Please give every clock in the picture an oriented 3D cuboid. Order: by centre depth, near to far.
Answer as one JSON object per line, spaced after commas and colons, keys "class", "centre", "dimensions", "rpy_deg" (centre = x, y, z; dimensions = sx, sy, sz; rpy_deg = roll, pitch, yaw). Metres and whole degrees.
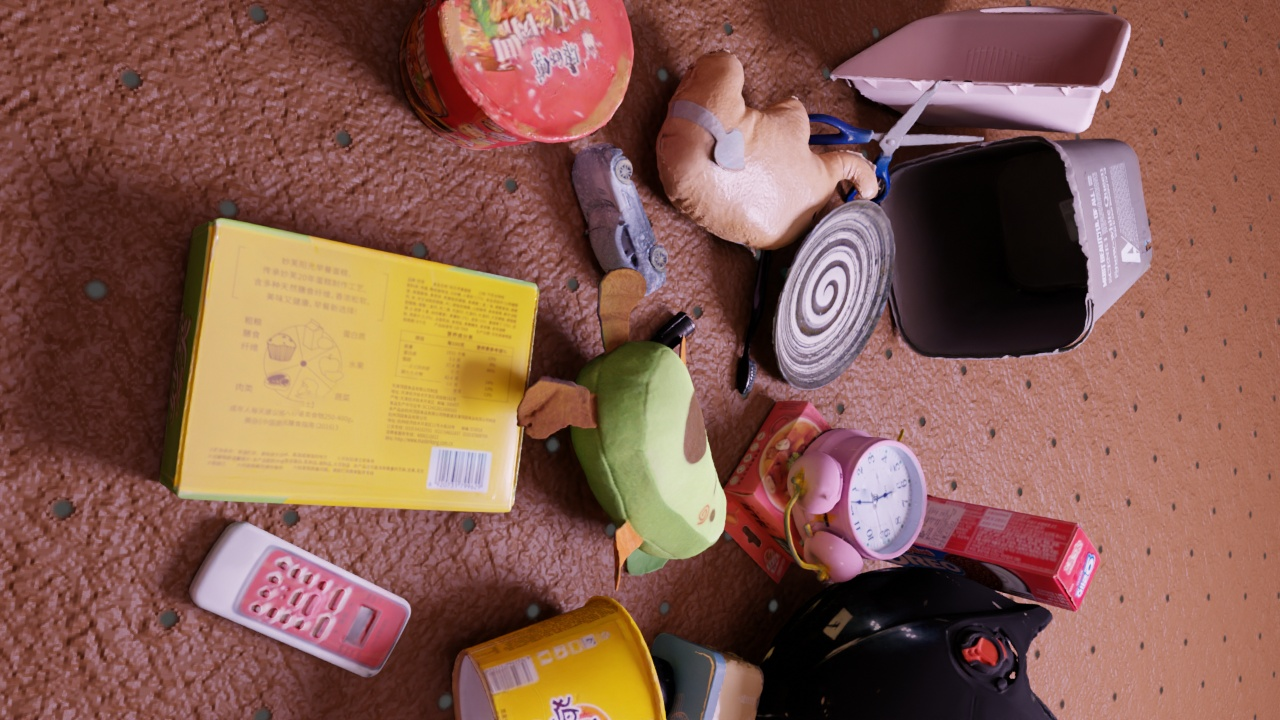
{"class": "clock", "centre": [0.177, 0.122, 0.779], "dimensions": [0.158, 0.060, 0.117], "rpy_deg": [-18, 99, -33]}

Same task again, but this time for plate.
{"class": "plate", "centre": [0.171, -0.060, 0.828], "dimensions": [0.179, 0.024, 0.180], "rpy_deg": [-23, 126, -37]}

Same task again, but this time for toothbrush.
{"class": "toothbrush", "centre": [0.108, -0.062, 0.814], "dimensions": [0.016, 0.014, 0.189], "rpy_deg": [17, 80, -42]}

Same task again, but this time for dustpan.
{"class": "dustpan", "centre": [0.323, -0.293, 0.838], "dimensions": [0.272, 0.223, 0.139], "rpy_deg": [-4, 105, -62]}

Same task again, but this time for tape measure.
{"class": "tape measure", "centre": [0.000, 0.257, 0.712], "dimensions": [0.039, 0.057, 0.057], "rpy_deg": [34, 63, -31]}

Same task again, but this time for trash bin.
{"class": "trash bin", "centre": [0.383, -0.123, 0.908], "dimensions": [0.219, 0.199, 0.199], "rpy_deg": [-20, 101, -40]}

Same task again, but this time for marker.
{"class": "marker", "centre": [-0.004, 0.004, 0.730], "dimensions": [0.131, 0.020, 0.022], "rpy_deg": [-40, 138, -29]}

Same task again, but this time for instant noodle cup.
{"class": "instant noodle cup", "centre": [-0.089, -0.204, 0.615], "dimensions": [0.137, 0.109, 0.138], "rpy_deg": [0, 90, -35]}
{"class": "instant noodle cup", "centre": [-0.061, 0.241, 0.629], "dimensions": [0.109, 0.138, 0.138], "rpy_deg": [-7, 94, -28]}

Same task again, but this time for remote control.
{"class": "remote control", "centre": [-0.212, 0.153, 0.584], "dimensions": [0.136, 0.020, 0.055], "rpy_deg": [38, 70, -30]}

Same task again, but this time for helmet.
{"class": "helmet", "centre": [0.217, 0.284, 0.760], "dimensions": [0.230, 0.234, 0.274], "rpy_deg": [34, 66, 11]}

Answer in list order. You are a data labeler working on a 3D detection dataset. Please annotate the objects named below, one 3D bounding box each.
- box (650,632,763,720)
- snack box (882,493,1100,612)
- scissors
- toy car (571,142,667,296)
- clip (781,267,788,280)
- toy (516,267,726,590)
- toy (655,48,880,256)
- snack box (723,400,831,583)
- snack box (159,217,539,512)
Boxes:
{"class": "box", "centre": [0.036, 0.303, 0.720], "dimensions": [0.059, 0.090, 0.184], "rpy_deg": [21, 76, -32]}
{"class": "snack box", "centre": [0.298, 0.165, 0.832], "dimensions": [0.057, 0.208, 0.058], "rpy_deg": [49, 65, -28]}
{"class": "scissors", "centre": [0.210, -0.191, 0.815], "dimensions": [0.162, 0.176, 0.012], "rpy_deg": [17, 62, 6]}
{"class": "toy car", "centre": [-0.019, -0.104, 0.699], "dimensions": [0.036, 0.054, 0.121], "rpy_deg": [-29, 106, -34]}
{"class": "clip", "centre": [0.150, -0.066, 0.844], "dimensions": [0.038, 0.013, 0.055], "rpy_deg": [-36, 110, -29]}
{"class": "toy", "centre": [0.004, 0.061, 0.673], "dimensions": [0.247, 0.090, 0.226], "rpy_deg": [63, 38, -40]}
{"class": "toy", "centre": [0.108, -0.159, 0.773], "dimensions": [0.225, 0.082, 0.143], "rpy_deg": [18, 93, -37]}
{"class": "snack box", "centre": [0.136, 0.119, 0.816], "dimensions": [0.113, 0.044, 0.126], "rpy_deg": [47, 65, -26]}
{"class": "snack box", "centre": [-0.177, 0.010, 0.578], "dimensions": [0.209, 0.070, 0.157], "rpy_deg": [9, 85, -35]}
